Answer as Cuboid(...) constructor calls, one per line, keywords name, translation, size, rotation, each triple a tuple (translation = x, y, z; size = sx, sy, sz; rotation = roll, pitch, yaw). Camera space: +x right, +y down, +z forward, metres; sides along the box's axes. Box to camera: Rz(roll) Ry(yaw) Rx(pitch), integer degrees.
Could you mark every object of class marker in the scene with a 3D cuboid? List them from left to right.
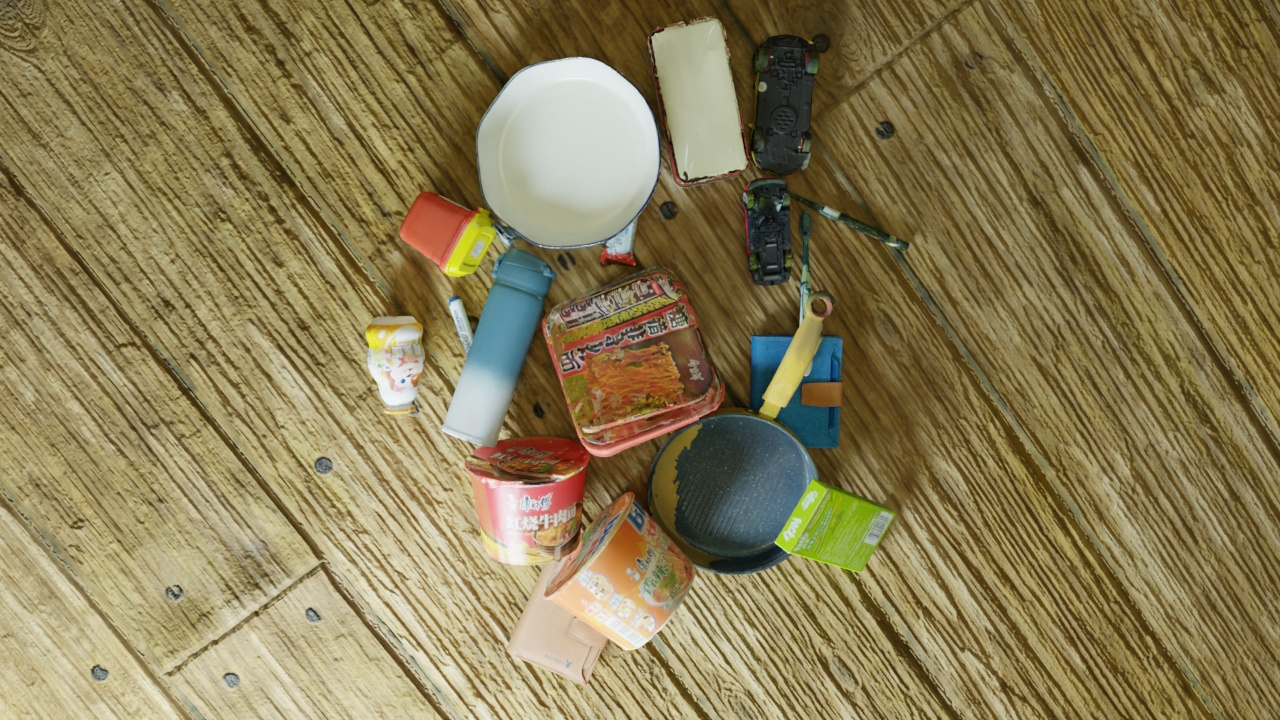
Cuboid(name="marker", translation=(-0.192, -0.004, 1.058), size=(0.017, 0.017, 0.146), rotation=(-18, 97, 1))

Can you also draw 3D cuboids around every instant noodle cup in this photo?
Cuboid(name="instant noodle cup", translation=(-0.124, 0.156, 1.027), size=(0.138, 0.137, 0.109), rotation=(-2, 106, -1))
Cuboid(name="instant noodle cup", translation=(-0.018, 0.238, 1.016), size=(0.111, 0.151, 0.151), rotation=(42, 94, -4))
Cuboid(name="instant noodle cup", translation=(-0.006, 0.006, 1.010), size=(0.164, 0.079, 0.188), rotation=(-21, 66, 2))

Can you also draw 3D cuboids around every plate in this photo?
Cuboid(name="plate", translation=(-0.077, -0.223, 1.004), size=(0.205, 0.045, 0.205), rotation=(1, 97, 9))

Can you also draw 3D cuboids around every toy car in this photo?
Cuboid(name="toy car", translation=(0.142, -0.146, 1.033), size=(0.053, 0.045, 0.120), rotation=(-4, 104, -2))
Cuboid(name="toy car", translation=(0.157, -0.283, 1.019), size=(0.071, 0.041, 0.156), rotation=(2, 95, -2))

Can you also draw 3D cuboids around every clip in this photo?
Cuboid(name="clip", translation=(-0.150, -0.139, 1.023), size=(0.028, 0.056, 0.024), rotation=(-44, 82, 3))

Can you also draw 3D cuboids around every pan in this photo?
Cuboid(name="pan", translation=(0.132, 0.082, 1.016), size=(0.197, 0.078, 0.358), rotation=(20, 106, -2))

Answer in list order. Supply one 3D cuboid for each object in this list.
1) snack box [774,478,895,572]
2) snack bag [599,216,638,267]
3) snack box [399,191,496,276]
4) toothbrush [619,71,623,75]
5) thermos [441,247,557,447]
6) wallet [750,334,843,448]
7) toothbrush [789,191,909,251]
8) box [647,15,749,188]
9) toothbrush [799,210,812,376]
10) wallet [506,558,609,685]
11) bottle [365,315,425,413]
Cuboid(name="snack box", translation=(0.224, 0.189, 1.041), size=(0.156, 0.026, 0.086), rotation=(23, 99, -43))
Cuboid(name="snack bag", translation=(-0.020, -0.155, 1.038), size=(0.045, 0.026, 0.105), rotation=(9, 96, 7))
Cuboid(name="snack box", translation=(-0.211, -0.142, 1.006), size=(0.080, 0.091, 0.082), rotation=(31, 95, 2))
Cuboid(name="toothbrush", translation=(-0.045, -0.229, 1.033), size=(0.029, 0.021, 0.189), rotation=(15, 100, 35))
Cuboid(name="thermos", translation=(-0.157, -0.016, 1.024), size=(0.070, 0.070, 0.220), rotation=(18, 88, -4))
Cuboid(name="wallet", translation=(0.180, 0.036, 1.062), size=(0.106, 0.040, 0.133), rotation=(1, 98, 3))
Cuboid(name="toothbrush", translation=(0.223, -0.166, 1.047), size=(0.186, 0.017, 0.012), rotation=(24, 108, -4))
Cuboid(name="box", translation=(0.065, -0.280, 0.999), size=(0.091, 0.078, 0.168), rotation=(-12, 98, 1))
Cuboid(name="toothbrush", translation=(0.188, -0.078, 1.038), size=(0.016, 0.018, 0.191), rotation=(1, 84, 5))
Cuboid(name="wallet", translation=(-0.086, 0.308, 1.092), size=(0.108, 0.031, 0.132), rotation=(24, 97, -2))
Cuboid(name="bottle", translation=(-0.274, 0.004, 1.034), size=(0.063, 0.063, 0.108), rotation=(-2, 97, -1))
